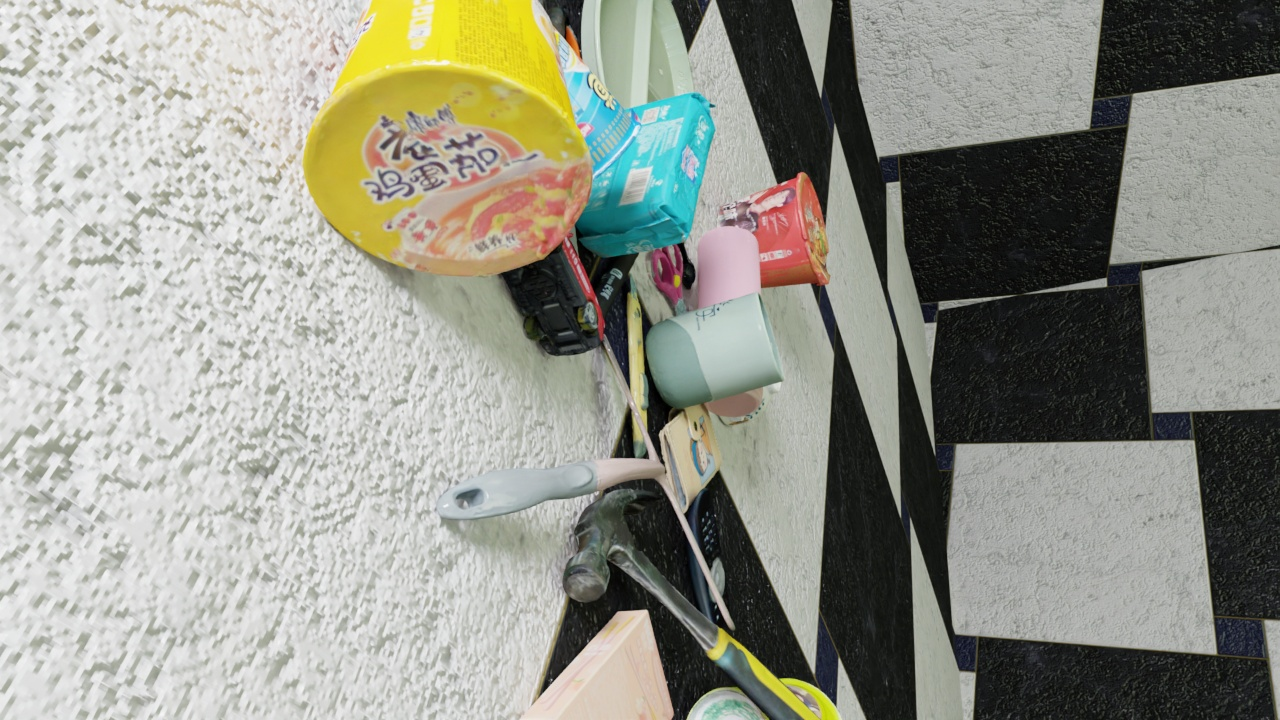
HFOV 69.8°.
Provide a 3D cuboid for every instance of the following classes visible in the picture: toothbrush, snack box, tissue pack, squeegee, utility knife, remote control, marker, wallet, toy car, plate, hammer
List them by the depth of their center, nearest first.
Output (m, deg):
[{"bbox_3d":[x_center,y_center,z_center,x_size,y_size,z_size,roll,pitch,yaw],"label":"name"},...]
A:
[{"bbox_3d":[-0.033,0.078,0.596,0.249,0.040,0.247,2,59,-57],"label":"squeegee"},{"bbox_3d":[-0.023,0.236,0.605,0.157,0.026,0.084,-25,102,-68],"label":"snack box"},{"bbox_3d":[-0.063,-0.058,0.616,0.045,0.053,0.120,-76,150,-48],"label":"toy car"},{"bbox_3d":[0.068,0.219,0.687,0.323,0.032,0.125,47,27,-16],"label":"hammer"},{"bbox_3d":[0.005,-0.151,0.735,0.050,0.093,0.133,40,57,-45],"label":"tissue pack"},{"bbox_3d":[-0.025,-0.062,0.752,0.131,0.020,0.022,-66,168,-56],"label":"marker"},{"bbox_3d":[-0.005,0.005,0.780,0.031,0.018,0.166,49,31,-67],"label":"utility knife"},{"bbox_3d":[0.057,0.179,0.820,0.053,0.024,0.136,-43,126,-63],"label":"remote control"},{"bbox_3d":[0.046,0.081,0.851,0.115,0.024,0.087,-32,114,-65],"label":"wallet"},{"bbox_3d":[0.002,-0.264,0.872,0.229,0.028,0.230,-5,90,-65],"label":"plate"},{"bbox_3d":[0.031,-0.130,0.882,0.189,0.014,0.017,67,32,-54],"label":"toothbrush"}]

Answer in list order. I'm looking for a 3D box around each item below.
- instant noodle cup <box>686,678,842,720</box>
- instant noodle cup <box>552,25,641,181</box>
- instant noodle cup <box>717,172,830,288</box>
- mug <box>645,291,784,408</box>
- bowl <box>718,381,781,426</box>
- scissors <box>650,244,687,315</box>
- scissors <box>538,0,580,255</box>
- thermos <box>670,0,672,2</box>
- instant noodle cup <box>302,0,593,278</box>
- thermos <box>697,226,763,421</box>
[{"bbox_3d":[0.098,0.319,0.767,0.123,0.112,0.111,33,50,-49],"label":"instant noodle cup"},{"bbox_3d":[-0.069,-0.172,0.600,0.110,0.099,0.099,51,33,-26],"label":"instant noodle cup"},{"bbox_3d":[0.161,-0.150,1.116,0.137,0.109,0.138,-10,90,-68],"label":"instant noodle cup"},{"bbox_3d":[0.066,-0.013,0.822,0.111,0.106,0.082,-77,148,-65],"label":"mug"},{"bbox_3d":[0.116,0.013,0.998,0.113,0.062,0.113,-9,90,-67],"label":"bowl"},{"bbox_3d":[0.038,-0.055,0.903,0.056,0.017,0.133,-52,133,-43],"label":"scissors"},{"bbox_3d":[-0.063,-0.189,0.715,0.189,0.022,0.229,-51,126,-63],"label":"scissors"},{"bbox_3d":[-0.024,-0.421,0.861,0.220,0.070,0.070,42,43,-57],"label":"thermos"},{"bbox_3d":[-0.096,-0.128,0.476,0.138,0.138,0.109,51,27,-49],"label":"instant noodle cup"},{"bbox_3d":[0.092,-0.034,0.928,0.087,0.067,0.198,68,19,-55],"label":"thermos"}]
